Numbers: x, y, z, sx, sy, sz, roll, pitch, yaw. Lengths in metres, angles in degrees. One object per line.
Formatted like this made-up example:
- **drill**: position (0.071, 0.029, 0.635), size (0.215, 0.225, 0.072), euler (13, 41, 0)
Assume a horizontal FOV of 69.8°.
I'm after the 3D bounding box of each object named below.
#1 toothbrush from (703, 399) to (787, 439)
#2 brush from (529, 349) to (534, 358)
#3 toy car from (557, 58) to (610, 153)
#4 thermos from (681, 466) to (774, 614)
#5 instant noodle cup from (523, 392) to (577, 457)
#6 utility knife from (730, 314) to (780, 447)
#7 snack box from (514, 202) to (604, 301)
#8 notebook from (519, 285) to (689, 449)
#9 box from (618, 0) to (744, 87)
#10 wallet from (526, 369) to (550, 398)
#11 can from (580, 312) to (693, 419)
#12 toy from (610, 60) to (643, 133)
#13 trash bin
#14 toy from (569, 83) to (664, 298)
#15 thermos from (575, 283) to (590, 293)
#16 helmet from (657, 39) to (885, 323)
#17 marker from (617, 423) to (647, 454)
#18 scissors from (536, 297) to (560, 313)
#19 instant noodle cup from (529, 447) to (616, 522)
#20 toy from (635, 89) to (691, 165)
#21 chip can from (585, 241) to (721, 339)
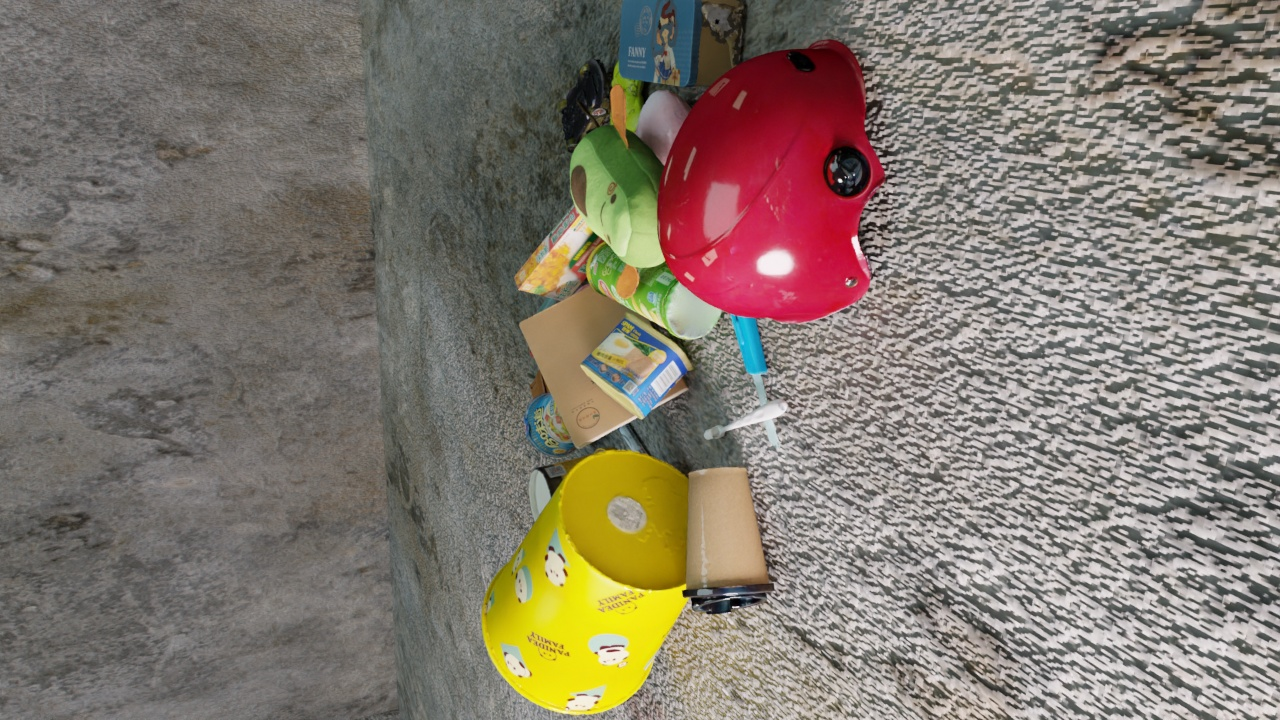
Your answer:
- **toothbrush**: position (0.102, 0.061, 0.917), size (0.016, 0.016, 0.180), euler (71, 159, 7)
- **brush**: position (-0.068, 0.009, 1.177), size (0.146, 0.063, 0.069), euler (37, 164, 7)
- **toy car**: position (-0.068, -0.325, 1.182), size (0.158, 0.042, 0.070), euler (144, 116, -63)
- **thermos**: position (0.084, 0.183, 0.931), size (0.093, 0.093, 0.143), euler (145, 123, -62)
- **instant noodle cup**: position (-0.098, 0.080, 1.293), size (0.110, 0.099, 0.099), euler (-26, 72, 55)
- **utility knife**: position (0.108, -0.018, 0.908), size (0.034, 0.018, 0.218), euler (-37, 64, 61)
- **snack box**: position (-0.086, -0.140, 1.159), size (0.156, 0.077, 0.027), euler (-46, 50, 32)
- **notebook**: position (-0.049, -0.007, 1.107), size (0.207, 0.148, 0.008), euler (61, 180, 36)
- **box**: position (0.035, -0.328, 0.940), size (0.184, 0.060, 0.090), euler (32, 123, 58)
- **wallet**: position (-0.138, 0.054, 1.440), size (0.119, 0.035, 0.131), euler (68, 151, 18)
- **can**: position (-0.006, 0.006, 1.041), size (0.102, 0.083, 0.057), euler (36, 167, 38)
- **toy**: position (-0.015, -0.302, 1.086), size (0.096, 0.031, 0.100), euler (47, 132, 52)
- **trash bin**: position (-0.045, 0.253, 1.076), size (0.256, 0.229, 0.229), euler (-62, 41, 42)
- **toy**: position (-0.019, -0.170, 0.940), size (0.246, 0.090, 0.227), euler (-124, 24, -54)
- **thermos**: position (-0.090, -0.052, 1.280), size (0.199, 0.067, 0.087), euler (-36, 32, 64)
- **helmet**: position (0.091, -0.147, 0.771), size (0.207, 0.143, 0.240), euler (-147, 56, -62)
- **marker**: position (-0.004, 0.114, 1.178), size (0.145, 0.016, 0.017), euler (-126, 38, -47)
- **scissors**: position (-0.109, -0.095, 1.261), size (0.180, 0.019, 0.143), euler (-52, 13, 24)
- **instant noodle cup**: position (-0.084, 0.184, 1.251), size (0.119, 0.114, 0.118), euler (174, 90, -65)
- **toy**: position (0.036, -0.208, 0.971), size (0.122, 0.054, 0.159), euler (107, 148, -54)
- **chip can**: position (0.012, -0.083, 1.032), size (0.221, 0.072, 0.073), euler (-146, 54, -59)
